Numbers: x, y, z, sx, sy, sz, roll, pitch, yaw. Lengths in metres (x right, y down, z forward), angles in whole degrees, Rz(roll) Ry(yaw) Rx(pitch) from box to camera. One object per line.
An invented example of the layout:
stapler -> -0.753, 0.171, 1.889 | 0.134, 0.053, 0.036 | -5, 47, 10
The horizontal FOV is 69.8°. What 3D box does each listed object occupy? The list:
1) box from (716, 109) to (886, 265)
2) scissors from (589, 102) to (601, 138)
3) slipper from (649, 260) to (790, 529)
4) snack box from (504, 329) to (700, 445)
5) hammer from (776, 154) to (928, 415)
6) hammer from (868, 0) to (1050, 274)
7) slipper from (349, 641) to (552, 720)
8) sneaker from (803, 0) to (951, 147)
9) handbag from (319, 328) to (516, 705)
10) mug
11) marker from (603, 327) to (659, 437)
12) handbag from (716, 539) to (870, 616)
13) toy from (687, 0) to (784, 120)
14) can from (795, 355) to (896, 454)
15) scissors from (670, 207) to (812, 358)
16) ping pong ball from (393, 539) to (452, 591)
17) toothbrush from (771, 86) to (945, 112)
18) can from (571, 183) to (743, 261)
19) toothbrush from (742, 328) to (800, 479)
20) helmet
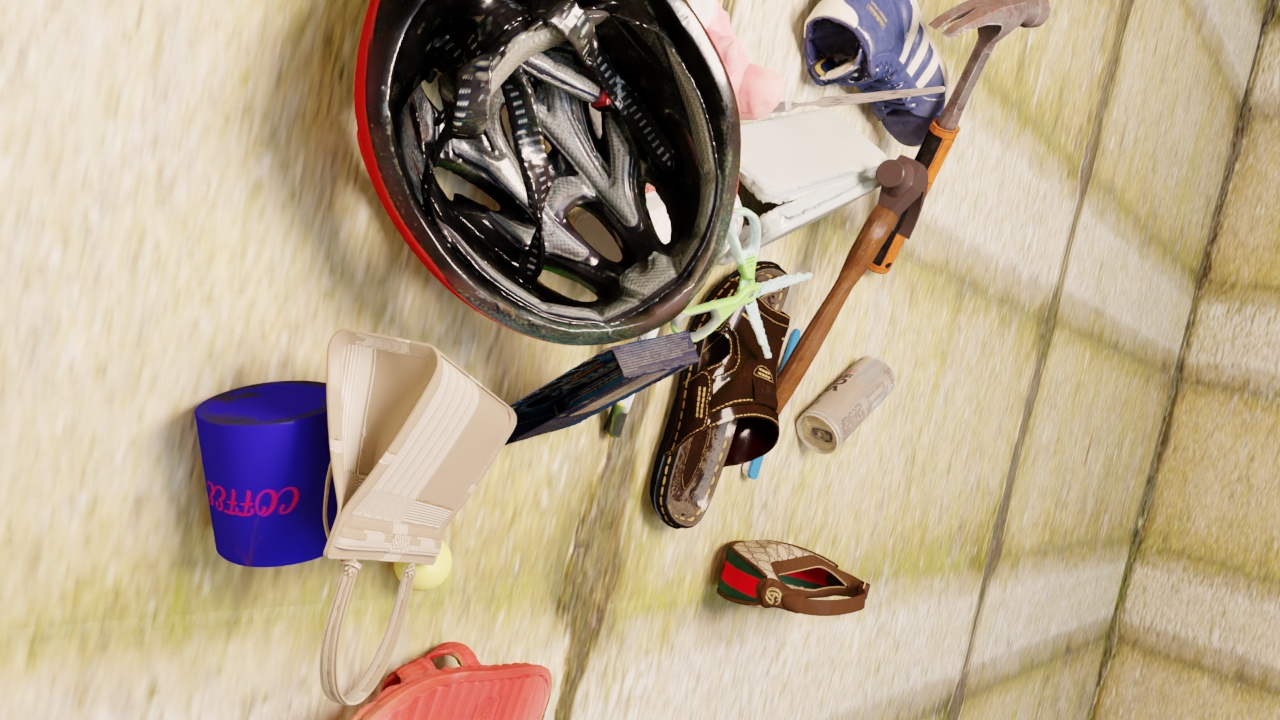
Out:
box -> 0.137, -0.185, 0.859 | 0.214, 0.107, 0.124 | -29, 96, -43
scissors -> -0.056, -0.245, 0.649 | 0.186, 0.015, 0.179 | -18, 102, -53
slipper -> 0.087, 0.032, 0.851 | 0.113, 0.076, 0.267 | 29, 79, -49
snack box -> -0.035, 0.021, 0.664 | 0.082, 0.151, 0.027 | -15, 80, -48
hammer -> 0.187, -0.049, 0.905 | 0.323, 0.033, 0.115 | -61, 155, 10
hammer -> 0.297, -0.220, 0.946 | 0.137, 0.035, 0.315 | -15, 139, -32
slipper -> -0.147, 0.261, 0.674 | 0.248, 0.059, 0.103 | 23, 83, -64
sneaker -> 0.235, -0.278, 0.912 | 0.118, 0.092, 0.233 | -55, 134, -28
handbag -> -0.143, 0.101, 0.543 | 0.176, 0.062, 0.197 | 67, 35, -75
mug -> -0.203, 0.059, 0.545 | 0.111, 0.079, 0.083 | -47, 139, -68
marker -> -0.004, 0.004, 0.742 | 0.017, 0.017, 0.147 | -20, 140, -43
handbag -> 0.164, 0.231, 0.947 | 0.166, 0.138, 0.063 | 13, 93, -50
toy -> 0.018, -0.259, 0.663 | 0.084, 0.142, 0.213 | -38, 147, 13
can -> 0.235, 0.048, 1.036 | 0.135, 0.054, 0.054 | -37, 126, -35
scissors -> 0.092, -0.061, 0.768 | 0.171, 0.023, 0.168 | -22, 124, -38
ping pong ball -> -0.152, 0.141, 0.644 | 0.040, 0.040, 0.040 | -16, 113, -45
toothbrush -> 0.177, -0.226, 0.796 | 0.010, 0.182, 0.010 | -17, 108, -41
can -> 0.014, -0.102, 0.729 | 0.135, 0.078, 0.078 | -27, 120, -41
toothbrush -> 0.138, 0.044, 0.964 | 0.016, 0.014, 0.166 | 30, 74, -48
helmet -> -0.055, -0.134, 0.567 | 0.217, 0.167, 0.272 | -38, 120, -8
